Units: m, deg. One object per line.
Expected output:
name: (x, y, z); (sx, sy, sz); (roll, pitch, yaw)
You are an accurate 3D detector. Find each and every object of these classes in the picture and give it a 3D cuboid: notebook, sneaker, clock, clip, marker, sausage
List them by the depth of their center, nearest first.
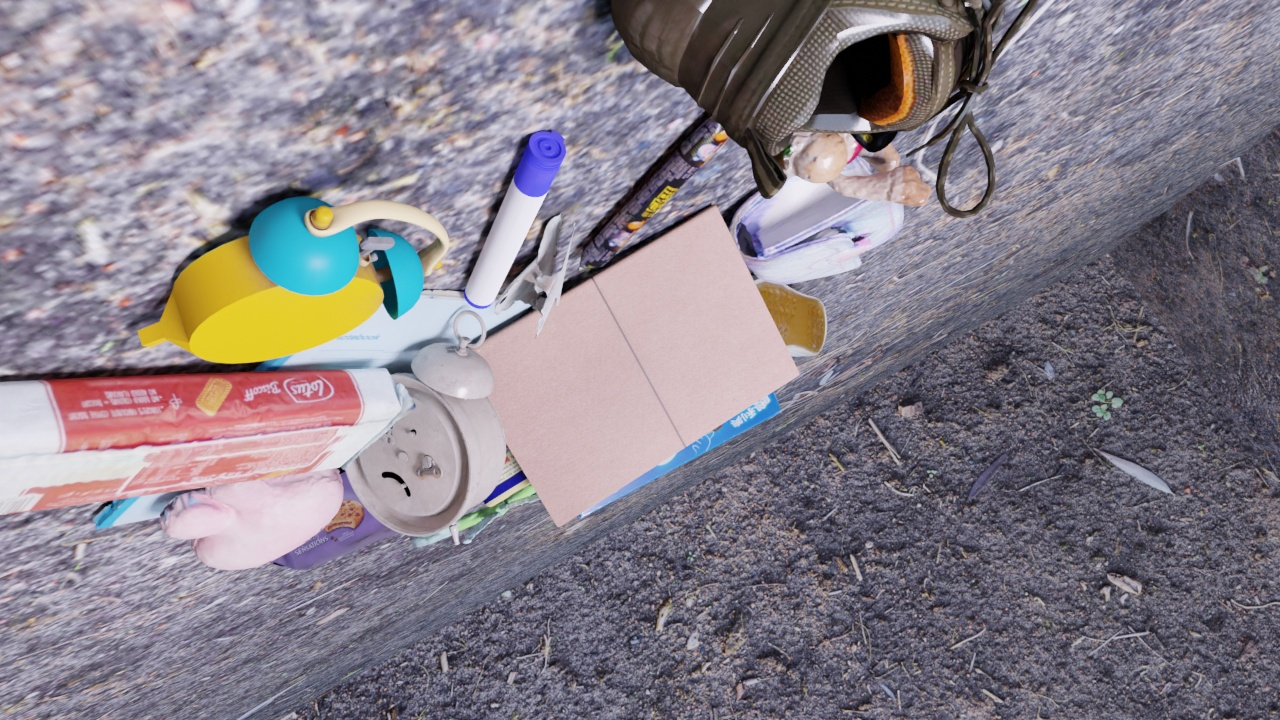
sneaker: (0.121, -0.141, 0.367); (0.237, 0.143, 0.101); (-27, 166, -14)
clock: (-0.148, -0.034, 0.407); (0.130, 0.043, 0.099); (-26, 168, 12)
marker: (-0.070, -0.070, 0.490); (0.020, 0.020, 0.142); (-22, 165, -32)
sausage: (0.006, -0.098, 0.549); (0.020, 0.020, 0.156); (-15, 160, -49)
clip: (-0.057, -0.041, 0.563); (0.055, 0.045, 0.102); (-61, 178, -22)
clock: (-0.127, 0.037, 0.586); (0.061, 0.103, 0.157); (-22, 140, -61)
notebook: (-0.203, 0.030, 0.593); (0.254, 0.009, 0.180); (-36, 166, 23)
notebook: (-0.004, 0.004, 0.645); (0.209, 0.141, 0.008); (-31, -164, -9)
sneaker: (0.111, -0.039, 0.922); (0.079, 0.087, 0.235); (3, -178, 32)

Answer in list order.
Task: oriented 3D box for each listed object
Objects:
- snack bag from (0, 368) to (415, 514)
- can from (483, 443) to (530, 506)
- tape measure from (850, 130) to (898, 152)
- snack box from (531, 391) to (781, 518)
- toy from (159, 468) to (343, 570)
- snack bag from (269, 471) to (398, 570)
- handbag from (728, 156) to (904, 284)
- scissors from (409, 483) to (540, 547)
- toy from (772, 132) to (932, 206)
snack bag: (-0.228, 0.037, 0.470); (0.078, 0.041, 0.224); (-38, 162, 29)
can: (-0.089, 0.042, 0.684); (0.116, 0.092, 0.056); (-32, 177, 7)
tape measure: (0.127, -0.154, 0.509); (0.034, 0.061, 0.062); (-40, 172, -38)
snack box: (-0.004, 0.076, 0.951); (0.238, 0.056, 0.196); (-25, -172, -21)
toy: (-0.257, 0.098, 0.603); (0.108, 0.053, 0.105); (-30, 153, 6)
snack bag: (-0.217, 0.119, 0.758); (0.206, 0.058, 0.096); (-28, 169, 21)
handbag: (0.140, -0.103, 0.722); (0.127, 0.069, 0.158); (-31, 170, 12)
scissors: (-0.116, 0.120, 0.714); (0.172, 0.023, 0.171); (-17, -178, 10)
toy: (0.126, -0.141, 0.569); (0.106, 0.074, 0.085); (-7, 130, -9)
